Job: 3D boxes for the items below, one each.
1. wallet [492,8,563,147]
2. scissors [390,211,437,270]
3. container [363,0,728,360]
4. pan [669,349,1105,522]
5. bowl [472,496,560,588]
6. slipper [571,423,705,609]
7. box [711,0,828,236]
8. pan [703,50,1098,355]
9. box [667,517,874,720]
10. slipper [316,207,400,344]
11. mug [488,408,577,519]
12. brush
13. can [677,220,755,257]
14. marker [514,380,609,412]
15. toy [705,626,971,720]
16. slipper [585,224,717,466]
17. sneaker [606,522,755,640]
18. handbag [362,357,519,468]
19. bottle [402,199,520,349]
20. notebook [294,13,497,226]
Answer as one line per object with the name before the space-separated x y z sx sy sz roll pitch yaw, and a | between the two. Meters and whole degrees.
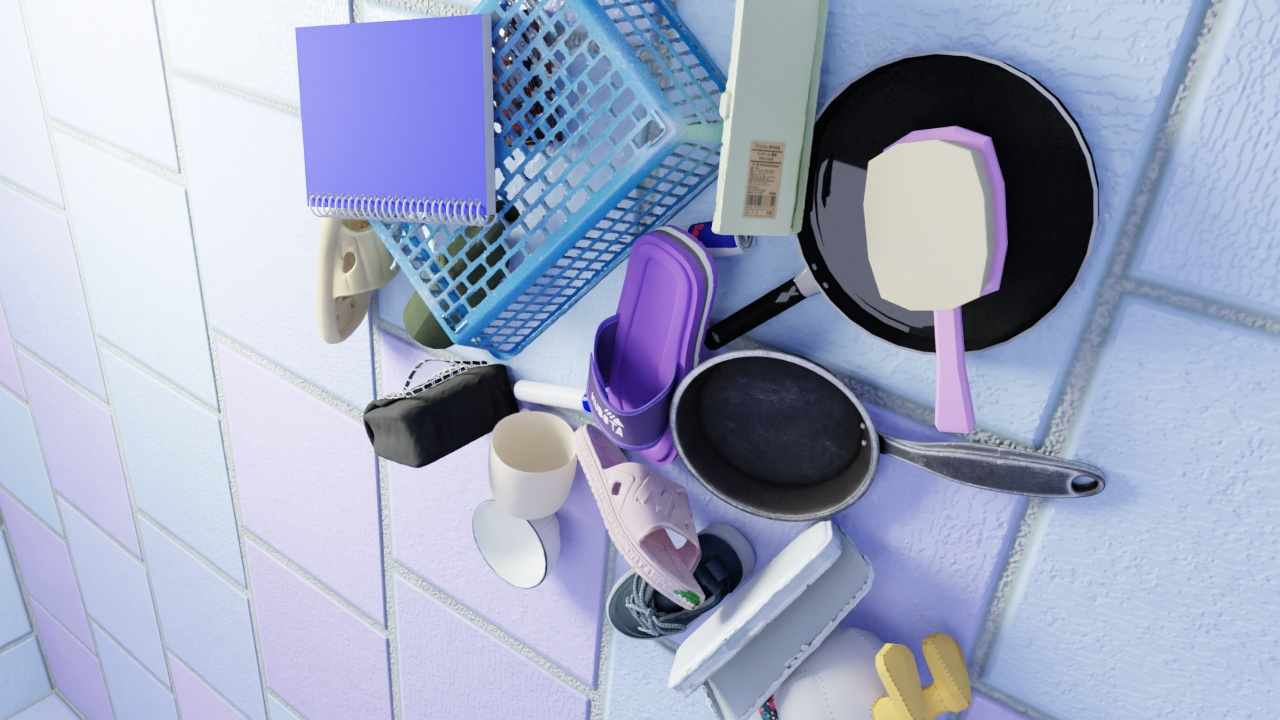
wallet | -0.113 -0.270 0.883 0.072 0.019 0.123 6 114 40
scissors | -0.239 -0.182 0.988 0.160 0.024 0.171 -36 65 24
container | -0.109 -0.184 0.825 0.363 0.089 0.257 -39 84 30
pan | 0.194 0.072 0.778 0.357 0.055 0.187 3 124 23
bowl | -0.138 0.206 1.097 0.118 0.062 0.118 18 121 32
slipper | 0.004 0.135 0.901 0.064 0.094 0.239 -45 44 10
box | 0.088 -0.193 0.702 0.083 0.091 0.188 -143 56 -63
pan | 0.178 -0.088 0.729 0.358 0.034 0.225 -31 90 43
box | 0.105 0.224 0.839 0.215 0.083 0.122 -52 30 8
slipper | -0.320 -0.113 1.076 0.079 0.111 0.262 26 132 1
mug | -0.125 0.116 1.031 0.120 0.096 0.100 -110 23 -45
brush | 0.216 -0.049 0.662 0.089 0.043 0.229 3 110 37
can | 0.054 -0.107 0.818 0.095 0.032 0.032 -3 109 39
marker | -0.082 0.039 1.000 0.133 0.027 0.023 7 114 38
toy | 0.171 0.330 0.858 0.268 0.140 0.246 -37 60 41
slipper | -0.005 0.005 0.851 0.107 0.083 0.267 38 140 27
sneaker | 0.027 0.251 0.971 0.089 0.087 0.236 50 131 7
handbag | -0.236 0.042 1.039 0.125 0.153 0.115 -1 113 44
bottle | -0.188 -0.094 0.990 0.071 0.071 0.207 51 132 8
notebook | -0.219 -0.209 0.811 0.209 0.022 0.172 7 105 27
